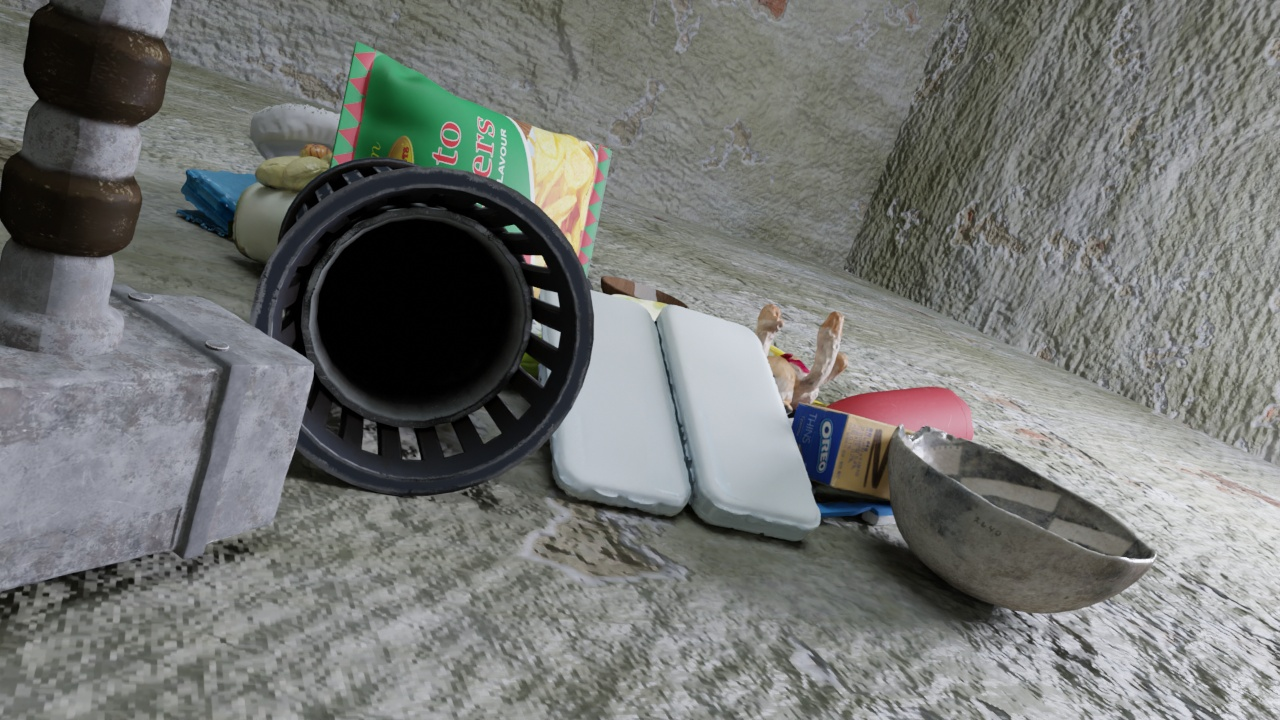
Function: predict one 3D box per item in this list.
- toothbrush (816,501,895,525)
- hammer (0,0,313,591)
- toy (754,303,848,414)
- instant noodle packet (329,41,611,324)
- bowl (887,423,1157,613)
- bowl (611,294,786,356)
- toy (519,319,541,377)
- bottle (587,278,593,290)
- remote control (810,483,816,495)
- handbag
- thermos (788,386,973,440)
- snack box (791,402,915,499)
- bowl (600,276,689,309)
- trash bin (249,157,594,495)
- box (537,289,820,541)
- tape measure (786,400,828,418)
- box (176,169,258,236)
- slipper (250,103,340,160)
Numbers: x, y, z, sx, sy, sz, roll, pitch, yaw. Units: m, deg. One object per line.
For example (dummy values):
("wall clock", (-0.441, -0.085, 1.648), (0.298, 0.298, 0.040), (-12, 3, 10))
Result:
("toothbrush", (0.130, 0.110, 0.651), (0.166, 0.014, 0.016), (4, 17, -37))
("hammer", (-0.168, -0.082, 0.282), (0.079, 0.327, 0.176), (26, 15, 25))
("toy", (0.113, 0.007, 0.754), (0.085, 0.074, 0.105), (20, 51, 35))
("instant noodle packet", (-0.137, -0.120, 0.761), (0.252, 0.195, 0.090), (13, -3, -41))
("bowl", (0.240, 0.117, 0.619), (0.178, 0.081, 0.178), (19, 14, -5))
("bowl", (0.044, -0.002, 0.866), (0.219, 0.060, 0.188), (7, 19, -41))
("toy", (-0.120, -0.015, 0.713), (0.115, 0.046, 0.092), (10, 14, -6))
("bottle", (-0.079, -0.069, 0.956), (0.059, 0.059, 0.181), (15, 14, -21))
("remote control", (0.065, 0.077, 0.674), (0.131, 0.012, 0.033), (18, 5, -9))
("handbag", (-0.245, -0.122, 0.791), (0.113, 0.123, 0.171), (11, 5, 37))
("thermos", (0.195, 0.064, 0.791), (0.239, 0.073, 0.073), (-3, 25, -40))
("snack box", (0.208, 0.083, 0.721), (0.206, 0.056, 0.057), (16, -2, -33))
("bowl", (0.002, -0.071, 1.150), (0.118, 0.030, 0.117), (19, 13, -5))
("trash bin", (-0.142, -0.042, 0.549), (0.164, 0.164, 0.227), (14, 11, -25))
("box", (0.021, 0.026, 0.632), (0.188, 0.037, 0.208), (18, 36, -22))
("tape measure", (0.157, 0.054, 0.852), (0.064, 0.037, 0.065), (25, 14, 22))
("box", (-0.348, -0.143, 0.929), (0.093, 0.052, 0.231), (40, 18, 11))
("slipper", (-0.270, -0.160, 0.880), (0.246, 0.112, 0.074), (41, 32, -56))
